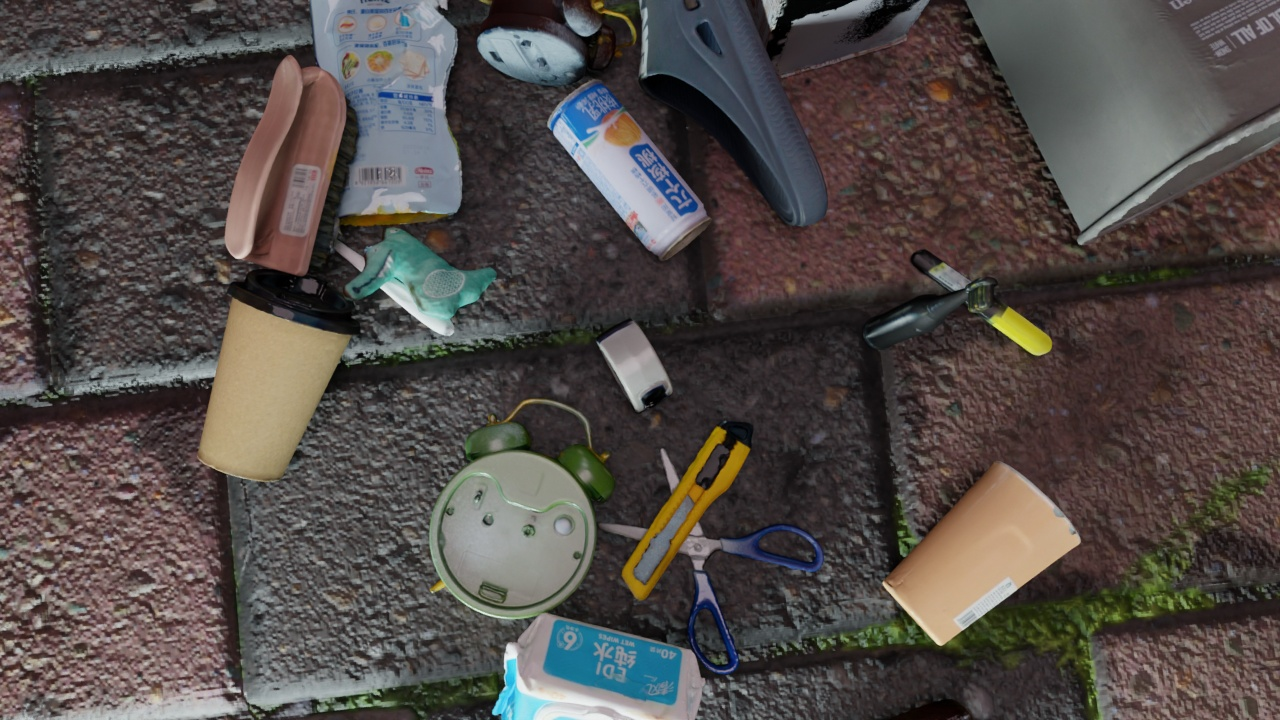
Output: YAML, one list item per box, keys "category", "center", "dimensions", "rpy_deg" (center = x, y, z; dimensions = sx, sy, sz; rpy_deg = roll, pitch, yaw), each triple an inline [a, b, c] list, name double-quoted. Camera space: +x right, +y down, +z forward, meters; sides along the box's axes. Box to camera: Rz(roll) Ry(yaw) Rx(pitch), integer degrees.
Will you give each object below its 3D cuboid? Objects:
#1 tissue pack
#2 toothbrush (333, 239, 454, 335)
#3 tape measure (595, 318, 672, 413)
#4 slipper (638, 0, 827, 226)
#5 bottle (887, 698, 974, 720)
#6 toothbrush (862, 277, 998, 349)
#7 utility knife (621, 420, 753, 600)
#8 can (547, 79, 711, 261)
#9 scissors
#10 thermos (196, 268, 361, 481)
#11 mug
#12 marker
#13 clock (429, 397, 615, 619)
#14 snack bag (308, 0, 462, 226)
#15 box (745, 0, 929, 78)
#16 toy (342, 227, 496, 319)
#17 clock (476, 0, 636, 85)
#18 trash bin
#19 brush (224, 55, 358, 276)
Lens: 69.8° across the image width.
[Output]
- category: "tissue pack"
  center: [-0.029, 0.234, 0.631]
  dimensions: [0.140, 0.063, 0.090]
  rpy_deg: [14, 128, 0]
- category: "toothbrush"
  center: [-0.214, -0.075, 0.695]
  dimensions: [0.180, 0.016, 0.016]
  rpy_deg: [37, 90, 2]
- category: "tape measure"
  center: [-0.004, 0.004, 0.666]
  dimensions: [0.033, 0.066, 0.065]
  rpy_deg: [-31, 86, -5]
- category: "slipper"
  center: [0.045, -0.209, 0.665]
  dimensions: [0.083, 0.110, 0.268]
  rpy_deg: [-27, 89, 0]
- category: "bottle"
  center: [0.156, 0.314, 0.654]
  dimensions: [0.195, 0.044, 0.080]
  rpy_deg: [-25, 85, -2]
- category: "toothbrush"
  center: [0.185, -0.030, 0.597]
  dimensions: [0.026, 0.213, 0.027]
  rpy_deg: [8, 85, -1]
- category: "utility knife"
  center: [0.036, 0.108, 0.673]
  dimensions: [0.033, 0.015, 0.154]
  rpy_deg: [33, 85, 8]
- category: "can"
  center: [-0.008, -0.141, 0.684]
  dimensions: [0.053, 0.053, 0.134]
  rpy_deg: [-39, 87, -4]
- category: "scissors"
  center: [0.054, 0.147, 0.682]
  dimensions: [0.162, 0.012, 0.176]
  rpy_deg: [-9, 84, 0]
- category: "thermos"
  center: [-0.262, 0.009, 0.656]
  dimensions: [0.093, 0.093, 0.143]
  rpy_deg: [21, 94, 1]
- category: "mug"
  center: [0.239, 0.142, 0.656]
  dimensions: [0.123, 0.078, 0.078]
  rpy_deg: [-43, 87, 1]
- category: "marker"
  center: [0.259, -0.045, 0.700]
  dimensions: [0.124, 0.015, 0.018]
  rpy_deg: [37, 85, 5]
- category: "clock"
  center: [-0.083, 0.106, 0.662]
  dimensions: [0.116, 0.056, 0.161]
  rpy_deg: [19, 85, 0]
- category: "snack bag"
  center: [-0.192, -0.199, 0.694]
  dimensions: [0.110, 0.039, 0.191]
  rpy_deg: [-4, 85, 9]
- category: "box"
  center: [0.193, -0.307, 0.638]
  dimensions: [0.272, 0.178, 0.106]
  rpy_deg: [-29, 86, -2]
- category: "toy"
  center: [-0.169, -0.062, 0.681]
  dimensions: [0.092, 0.030, 0.096]
  rpy_deg: [38, 55, 10]
- category: "clock"
  center: [-0.063, -0.244, 0.676]
  dimensions: [0.122, 0.082, 0.055]
  rpy_deg: [8, 80, 13]
- category: "trash bin"
  center: [0.360, -0.233, 0.633]
  dimensions: [0.199, 0.199, 0.219]
  rpy_deg: [-27, 80, -3]
- category: "brush"
  center: [-0.245, -0.136, 0.646]
  dimensions: [0.063, 0.073, 0.145]
  rpy_deg: [17, 92, 21]
